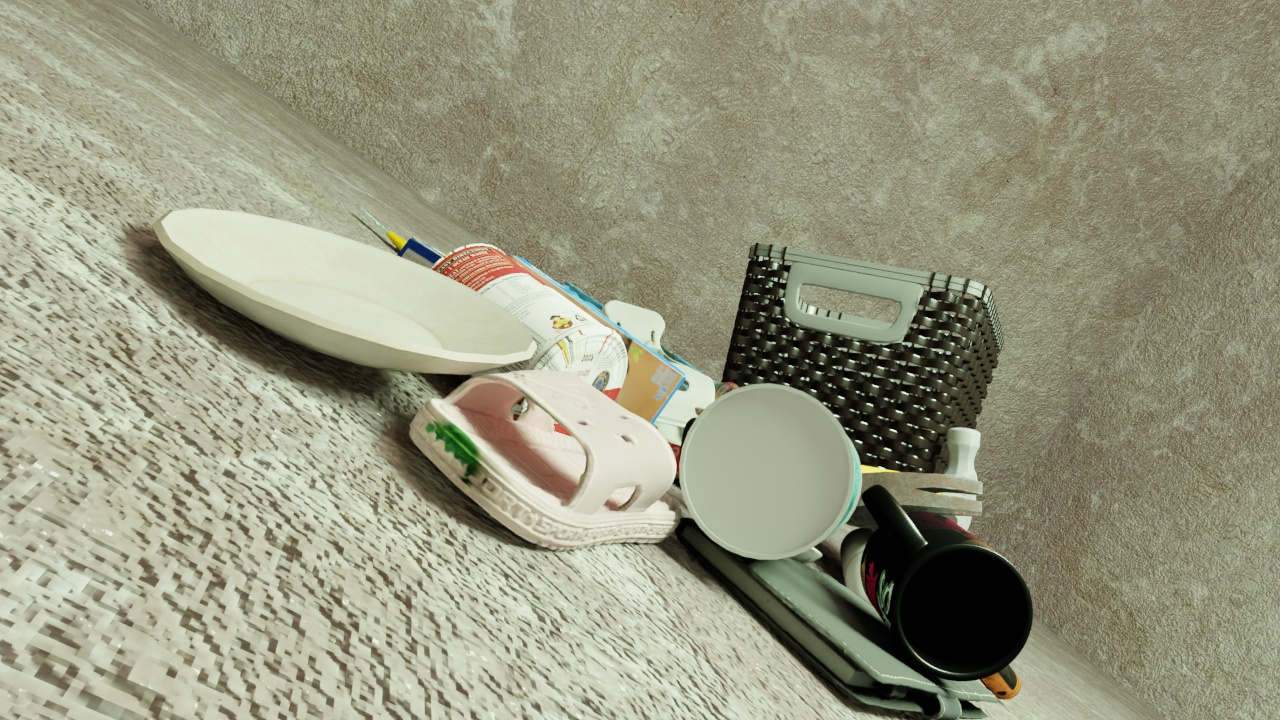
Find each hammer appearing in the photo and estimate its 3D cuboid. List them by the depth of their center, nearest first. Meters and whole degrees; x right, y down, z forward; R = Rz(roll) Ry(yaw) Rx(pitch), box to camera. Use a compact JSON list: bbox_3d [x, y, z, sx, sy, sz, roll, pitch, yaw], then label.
[{"bbox_3d":[0.253,0.191,0.742,0.138,0.034,0.314,-15,-50,35],"label":"hammer"},{"bbox_3d":[0.167,0.097,0.761,0.323,0.127,0.029,13,-9,-31],"label":"hammer"}]

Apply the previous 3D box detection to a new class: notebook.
[{"bbox_3d":[0.133,0.174,0.599,0.209,0.029,0.169,27,6,-47],"label":"notebook"}]

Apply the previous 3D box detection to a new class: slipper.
[{"bbox_3d":[-0.030,0.046,0.473,0.094,0.064,0.239,36,2,24],"label":"slipper"}]

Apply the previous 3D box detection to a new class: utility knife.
[{"bbox_3d":[-0.259,-0.123,1.030,0.217,0.019,0.030,43,1,32],"label":"utility knife"}]

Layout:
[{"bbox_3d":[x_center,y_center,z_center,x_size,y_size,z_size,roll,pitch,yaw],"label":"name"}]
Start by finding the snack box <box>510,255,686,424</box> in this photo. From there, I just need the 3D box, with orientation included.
[{"bbox_3d":[-0.053,0.003,0.658,0.151,0.087,0.034,35,4,5],"label":"snack box"}]

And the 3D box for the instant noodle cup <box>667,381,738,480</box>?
[{"bbox_3d":[0.086,0.091,0.816,0.112,0.100,0.100,42,1,-21],"label":"instant noodle cup"}]

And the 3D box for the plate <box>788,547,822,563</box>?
[{"bbox_3d":[0.093,0.134,0.727,0.104,0.026,0.104,34,-2,1],"label":"plate"}]

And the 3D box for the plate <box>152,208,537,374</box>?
[{"bbox_3d":[-0.146,-0.029,0.464,0.188,0.027,0.188,22,11,-5],"label":"plate"}]

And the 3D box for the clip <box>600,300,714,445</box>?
[{"bbox_3d":[-0.012,0.021,0.762,0.126,0.099,0.152,17,22,-19],"label":"clip"}]

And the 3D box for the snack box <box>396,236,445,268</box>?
[{"bbox_3d":[-0.117,-0.028,0.755,0.056,0.057,0.206,33,2,39],"label":"snack box"}]

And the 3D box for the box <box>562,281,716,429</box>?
[{"bbox_3d":[-0.005,0.017,0.913,0.231,0.093,0.053,34,46,10],"label":"box"}]

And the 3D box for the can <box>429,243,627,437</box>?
[{"bbox_3d":[-0.078,-0.009,0.576,0.116,0.086,0.086,36,4,31],"label":"can"}]

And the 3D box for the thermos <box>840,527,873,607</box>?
[{"bbox_3d":[0.223,0.201,0.892,0.052,0.052,0.224,36,3,11],"label":"thermos"}]

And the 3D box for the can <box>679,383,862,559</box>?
[{"bbox_3d":[0.089,0.073,0.588,0.099,0.099,0.144,36,2,17],"label":"can"}]

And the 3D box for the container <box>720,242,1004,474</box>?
[{"bbox_3d":[0.228,0.045,0.993,0.248,0.243,0.245,14,-7,28],"label":"container"}]

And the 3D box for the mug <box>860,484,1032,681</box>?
[{"bbox_3d":[0.181,0.131,0.586,0.118,0.082,0.098,56,4,0],"label":"mug"}]
